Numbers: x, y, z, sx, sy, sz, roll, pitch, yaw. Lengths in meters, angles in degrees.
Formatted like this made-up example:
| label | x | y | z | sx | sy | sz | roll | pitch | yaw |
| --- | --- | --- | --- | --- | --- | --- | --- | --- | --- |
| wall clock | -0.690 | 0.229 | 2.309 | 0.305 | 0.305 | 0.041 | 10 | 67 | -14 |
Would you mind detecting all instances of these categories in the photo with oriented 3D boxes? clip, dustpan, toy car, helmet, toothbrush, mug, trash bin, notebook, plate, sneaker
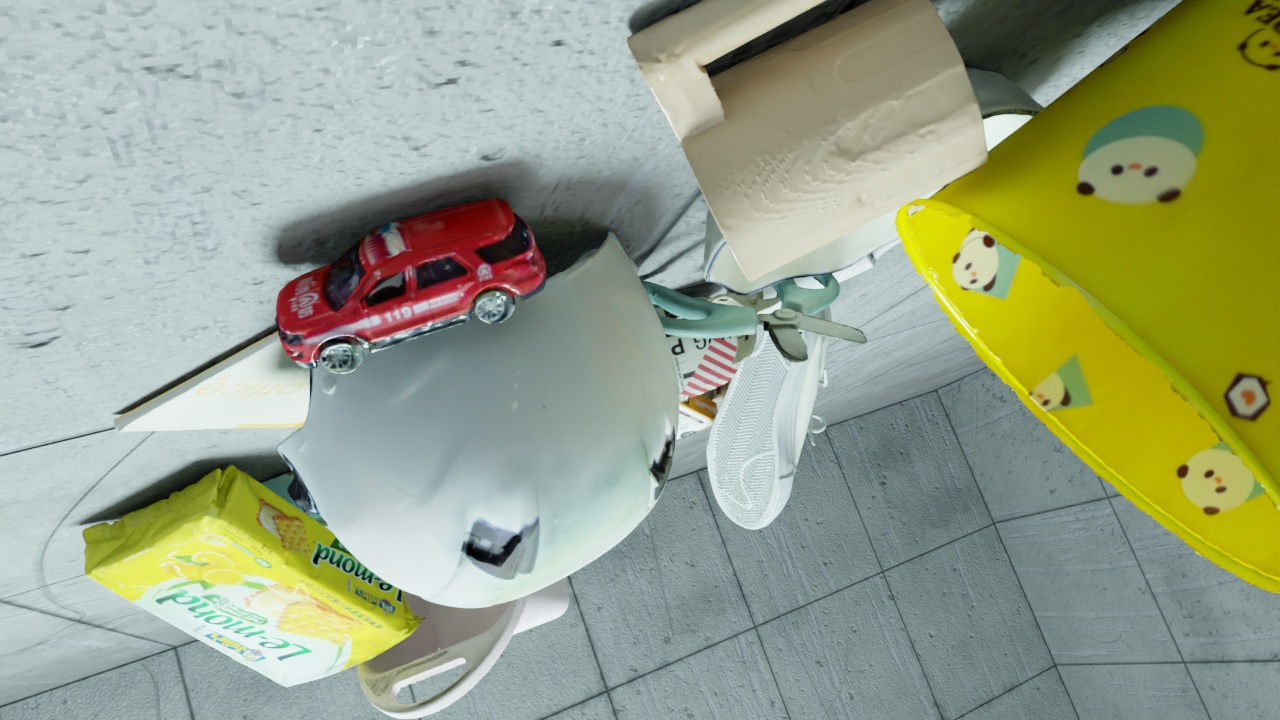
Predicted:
| label | x | y | z | sx | sy | sz | roll | pitch | yaw |
| --- | --- | --- | --- | --- | --- | --- | --- | --- | --- |
| clip | 0.075 | -0.045 | 0.688 | 0.035 | 0.066 | 0.099 | -28 | -171 | 43 |
| dustpan | -0.181 | 0.184 | 0.865 | 0.223 | 0.273 | 0.138 | -30 | 156 | 22 |
| toy car | -0.103 | -0.036 | 0.407 | 0.120 | 0.053 | 0.045 | -22 | 130 | -10 |
| helmet | -0.073 | 0.059 | 0.534 | 0.228 | 0.146 | 0.259 | -22 | 161 | -33 |
| toothbrush | 0.157 | -0.076 | 0.744 | 0.221 | 0.026 | 0.026 | -25 | 146 | 21 |
| mug | 0.066 | -0.101 | 0.357 | 0.104 | 0.084 | 0.124 | -24 | 142 | 12 |
| trash bin | 0.286 | -0.070 | 0.400 | 0.255 | 0.229 | 0.229 | -43 | 166 | 6 |
| notebook | -0.181 | 0.000 | 0.546 | 0.207 | 0.010 | 0.145 | -24 | 168 | 19 |
| plate | 0.128 | -0.100 | 0.528 | 0.205 | 0.045 | 0.205 | -20 | 170 | -4 |
| sneaker | 0.130 | 0.045 | 0.879 | 0.089 | 0.243 | 0.090 | 24 | -152 | 30 |

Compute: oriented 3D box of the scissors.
| label | x | y | z | sx | sy | sz | roll | pitch | yaw |
| --- | --- | --- | --- | --- | --- | --- | --- | --- | --- |
| scissors | 0.060 | -0.037 | 0.607 | 0.181 | 0.019 | 0.170 | 0 | -152 | 1 |

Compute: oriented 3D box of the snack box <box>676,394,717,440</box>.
| label | x | y | z | sx | sy | sz | roll | pitch | yaw |
| --- | --- | --- | --- | --- | --- | --- | --- | --- | --- |
| snack box | 0.000 | 0.040 | 0.873 | 0.075 | 0.026 | 0.153 | -27 | 144 | 33 |

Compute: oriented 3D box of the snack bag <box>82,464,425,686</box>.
| label | x | y | z | sx | sy | sz | roll | pitch | yaw |
| --- | --- | --- | --- | --- | --- | --- | --- | --- | --- |
| snack bag | -0.316 | 0.185 | 0.774 | 0.158 | 0.068 | 0.246 | -25 | 127 | 22 |

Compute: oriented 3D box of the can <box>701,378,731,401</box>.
| label | x | y | z | sx | sy | sz | roll | pitch | yaw |
| --- | --- | --- | --- | --- | --- | --- | --- | --- | --- |
| can | 0.100 | 0.005 | 0.946 | 0.116 | 0.058 | 0.059 | -15 | 168 | -24 |

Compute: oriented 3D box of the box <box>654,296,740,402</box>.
| label | x | y | z | sx | sy | sz | roll | pitch | yaw |
| --- | --- | --- | --- | --- | --- | --- | --- | --- | --- |
| box | -0.003 | 0.008 | 0.705 | 0.163 | 0.087 | 0.076 | -17 | 162 | -4 |

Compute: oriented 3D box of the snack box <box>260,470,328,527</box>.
| label | x | y | z | sx | sy | sz | roll | pitch | yaw |
| --- | --- | --- | --- | --- | --- | --- | --- | --- | --- |
| snack box | -0.278 | 0.118 | 0.836 | 0.175 | 0.051 | 0.074 | -20 | 170 | 5 |
